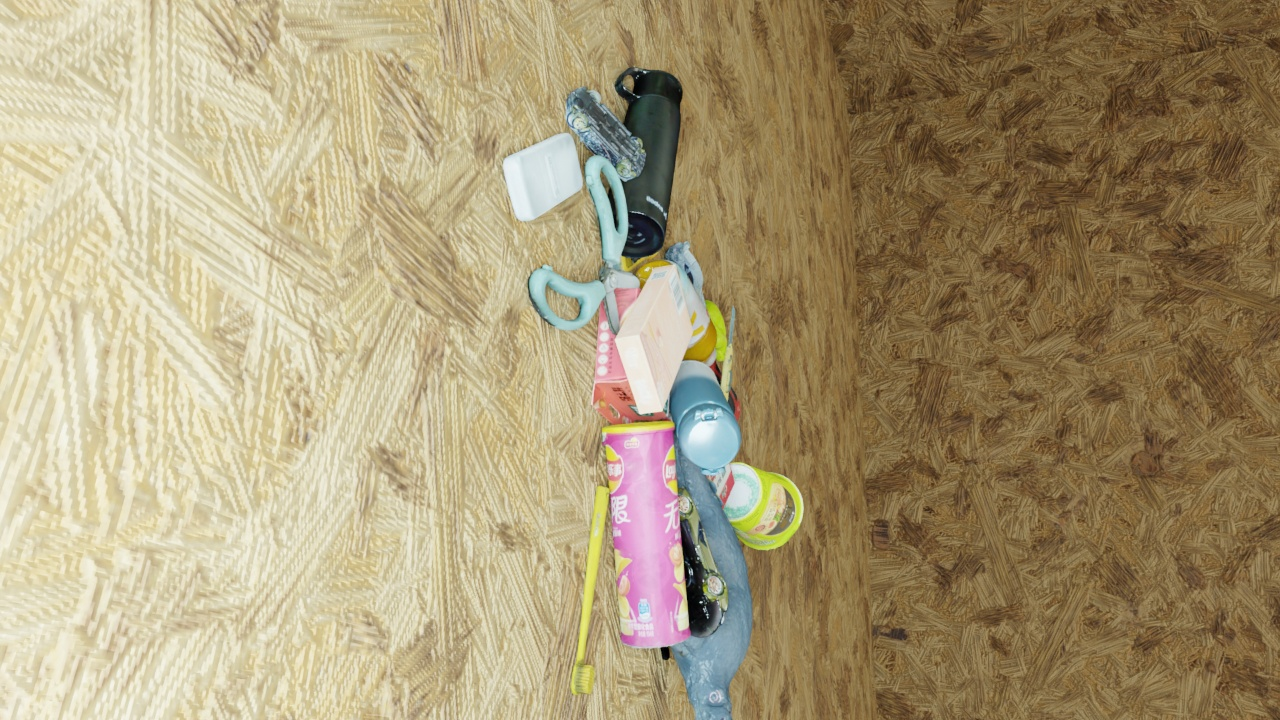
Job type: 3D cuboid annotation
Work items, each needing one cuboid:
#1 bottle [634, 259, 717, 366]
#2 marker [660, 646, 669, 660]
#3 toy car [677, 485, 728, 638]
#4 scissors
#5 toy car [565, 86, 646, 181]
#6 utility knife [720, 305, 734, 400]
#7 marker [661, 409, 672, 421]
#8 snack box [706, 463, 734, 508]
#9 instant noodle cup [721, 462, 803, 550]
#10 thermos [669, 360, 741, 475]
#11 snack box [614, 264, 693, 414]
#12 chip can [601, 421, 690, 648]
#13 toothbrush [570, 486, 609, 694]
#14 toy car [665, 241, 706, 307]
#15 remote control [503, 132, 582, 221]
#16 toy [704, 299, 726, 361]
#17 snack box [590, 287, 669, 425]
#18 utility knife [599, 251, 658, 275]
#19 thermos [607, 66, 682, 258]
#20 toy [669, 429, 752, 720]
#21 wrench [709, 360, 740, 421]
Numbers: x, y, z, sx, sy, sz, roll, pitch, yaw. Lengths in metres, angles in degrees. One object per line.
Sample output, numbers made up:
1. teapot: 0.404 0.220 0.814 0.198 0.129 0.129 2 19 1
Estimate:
1. bottle: 0.046 -0.046 1.071 0.189 0.068 0.067 52 37 -57
2. marker: 0.019 0.269 0.988 0.018 0.015 0.124 -52 135 -64
3. toy car: 0.045 0.204 0.939 0.042 0.070 0.158 1 61 -42
4. scissors: -0.051 -0.099 0.837 0.169 0.019 0.171 -25 112 -56
5. toy car: -0.037 -0.225 0.915 0.105 0.031 0.048 44 44 -24
6. utility knife: 0.118 0.025 1.284 0.031 0.021 0.204 -12 104 -71
7. marker: 0.040 0.049 1.104 0.144 0.017 0.017 -72 150 -48
8. snack box: 0.076 0.121 1.143 0.113 0.044 0.127 -47 127 -66
9. instant noodle cup: 0.150 0.193 1.256 0.123 0.112 0.111 35 52 -55
10. thermos: 0.063 0.056 0.974 0.220 0.070 0.070 -99 179 -76
11. snack box: 0.017 -0.025 0.911 0.156 0.026 0.084 -64 142 -55
12. chip can: 0.007 0.167 0.897 0.071 0.071 0.210 -1 86 -70
13. toothbrush: -0.042 0.204 0.831 0.016 0.017 0.189 56 34 -53
14. toy car: 0.062 -0.091 1.165 0.054 0.037 0.121 -49 125 -64
15. remote control: -0.084 -0.164 0.809 0.135 0.020 0.056 -55 136 -62
16. toy: 0.099 -0.045 1.248 0.097 0.031 0.100 60 15 -53
17. snack box: -0.006 0.006 0.947 0.113 0.044 0.127 48 41 -59
18. utility knife: -0.009 -0.114 1.014 0.215 0.015 0.033 -49 128 -63
19. thermos: -0.003 -0.228 1.007 0.090 0.069 0.241 29 48 -27
20. toy: 0.073 0.258 1.017 0.138 0.091 0.355 46 36 -61
21. wrench: 0.103 0.022 1.288 0.273 0.016 0.056 49 44 -58
